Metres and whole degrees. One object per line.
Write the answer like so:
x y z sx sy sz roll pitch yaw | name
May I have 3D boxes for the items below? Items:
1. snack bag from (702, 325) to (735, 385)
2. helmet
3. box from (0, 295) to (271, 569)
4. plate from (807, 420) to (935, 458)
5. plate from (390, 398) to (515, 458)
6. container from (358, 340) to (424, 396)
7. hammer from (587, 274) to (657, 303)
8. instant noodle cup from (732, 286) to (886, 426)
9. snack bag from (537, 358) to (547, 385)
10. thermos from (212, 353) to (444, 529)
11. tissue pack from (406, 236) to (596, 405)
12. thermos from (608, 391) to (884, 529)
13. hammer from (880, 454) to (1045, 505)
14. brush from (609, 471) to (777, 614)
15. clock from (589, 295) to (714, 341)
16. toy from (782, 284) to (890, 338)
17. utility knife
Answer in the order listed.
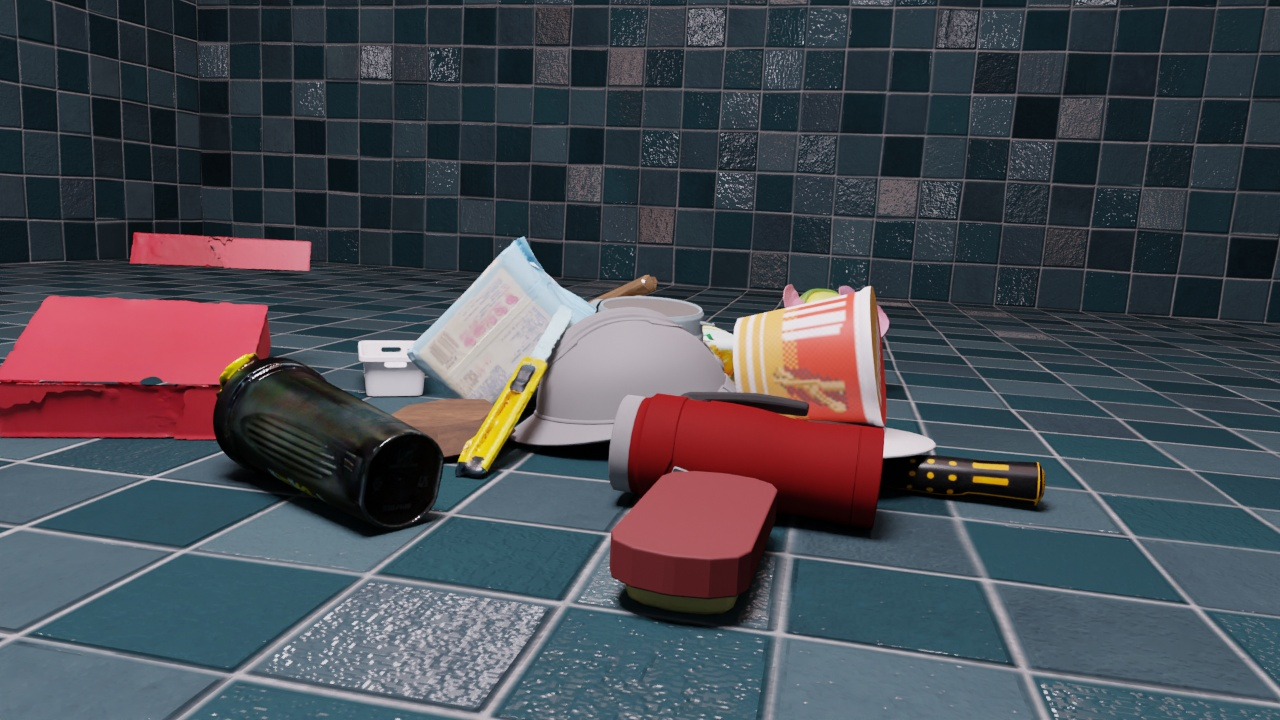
0.005 -0.003 1.128 0.247 0.068 0.159 -2 14 -16 | snack bag
-0.005 0.006 0.914 0.271 0.118 0.183 -9 7 -13 | helmet
-0.467 0.155 0.821 0.214 0.477 0.171 1 -14 -11 | box
0.160 0.064 0.838 0.208 0.015 0.208 1 4 0 | plate
-0.184 0.060 0.859 0.131 0.025 0.131 -3 12 1 | plate
-0.300 0.009 1.112 0.080 0.049 0.129 0 10 -18 | container
-0.097 -0.053 1.218 0.097 0.052 0.329 -6 -10 -43 | hammer
0.154 0.001 0.834 0.121 0.123 0.123 -5 6 19 | instant noodle cup
-0.122 -0.003 1.055 0.039 0.144 0.131 46 -7 -21 | snack bag
-0.243 0.058 0.698 0.221 0.098 0.098 16 16 40 | thermos
-0.145 -0.030 0.954 0.112 0.182 0.070 45 13 -6 | tissue pack
0.083 0.068 0.712 0.199 0.084 0.107 7 46 13 | thermos
0.178 0.093 0.797 0.321 0.036 0.123 3 9 17 | hammer
0.038 0.114 0.584 0.082 0.042 0.173 5 9 15 | brush
0.003 -0.044 1.050 0.122 0.045 0.159 -8 20 -38 | clock
0.234 -0.016 1.154 0.237 0.190 0.088 -41 7 -37 | toy
-0.109 0.022 0.837 0.030 0.019 0.224 17 45 9 | utility knife
